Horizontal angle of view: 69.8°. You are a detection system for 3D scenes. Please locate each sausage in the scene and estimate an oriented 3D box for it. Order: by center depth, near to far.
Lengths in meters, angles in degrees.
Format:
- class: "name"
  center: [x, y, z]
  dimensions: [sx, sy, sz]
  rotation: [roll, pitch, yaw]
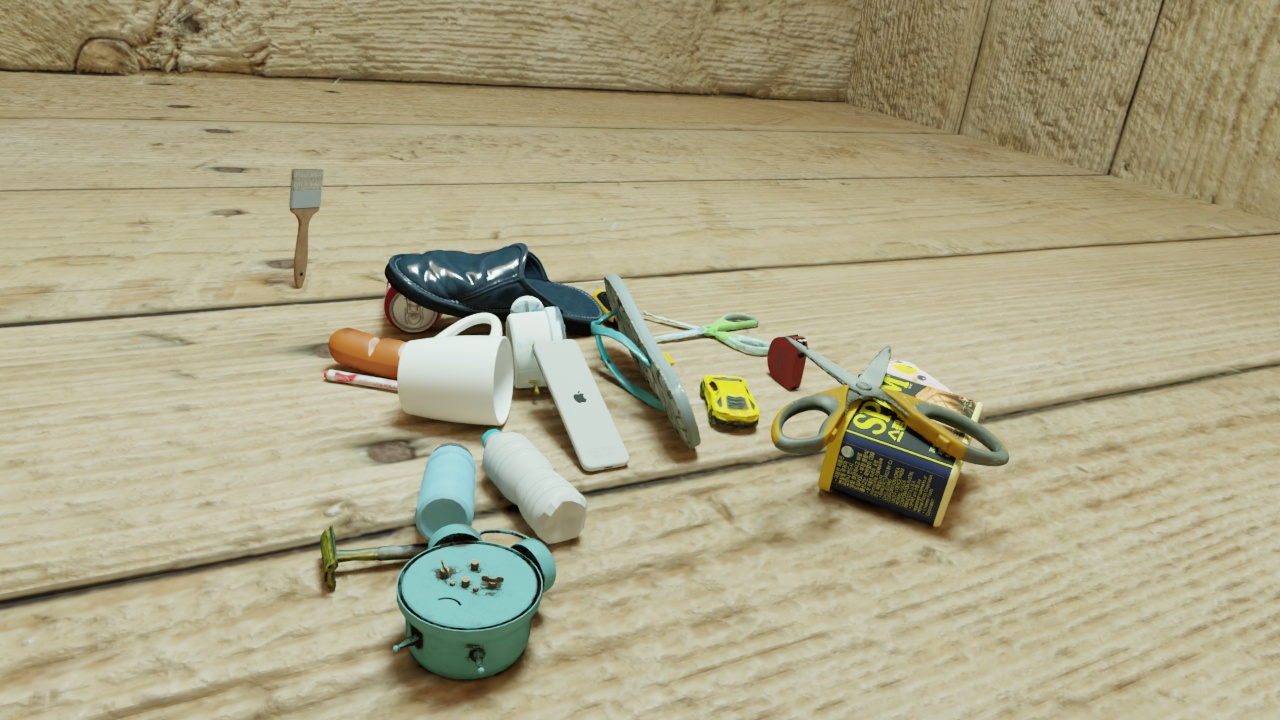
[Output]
- class: "sausage"
  center: [-0.227, -0.001, 0.904]
  dimensions: [0.164, 0.044, 0.039]
  rotation: [9, 13, 4]

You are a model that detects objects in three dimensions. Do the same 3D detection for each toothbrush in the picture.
- class: "toothbrush"
  center: [-0.010, -0.039, 1.069]
  dimensions: [0.031, 0.031, 0.196]
  rotation: [-2, 27, -29]

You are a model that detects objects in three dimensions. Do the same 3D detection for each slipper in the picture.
- class: "slipper"
  center: [-0.005, 0.005, 0.917]
  dimensions: [0.054, 0.098, 0.268]
  rotation: [-23, 37, -6]
- class: "slipper"
  center: [-0.147, -0.097, 1.016]
  dimensions: [0.265, 0.084, 0.109]
  rotation: [9, 32, -34]

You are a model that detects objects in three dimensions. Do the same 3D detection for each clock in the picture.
- class: "clock"
  center: [-0.104, 0.147, 0.585]
  dimensions: [0.090, 0.053, 0.124]
  rotation: [12, 24, 9]
- class: "clock"
  center: [-0.106, -0.017, 0.929]
  dimensions: [0.057, 0.083, 0.117]
  rotation: [-6, 27, -13]

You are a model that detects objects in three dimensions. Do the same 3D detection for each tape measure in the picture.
- class: "tape measure"
  center: [0.160, -0.004, 0.995]
  dimensions: [0.019, 0.059, 0.051]
  rotation: [-5, 26, -24]

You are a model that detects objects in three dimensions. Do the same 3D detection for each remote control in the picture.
- class: "remote control"
  center: [-0.055, 0.038, 0.830]
  dimensions: [0.045, 0.008, 0.146]
  rotation: [-6, 52, -28]

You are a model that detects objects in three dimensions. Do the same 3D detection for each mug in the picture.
- class: "mug"
  center: [-0.166, 0.003, 0.844]
  dimensions: [0.088, 0.081, 0.114]
  rotation: [2, 57, 5]

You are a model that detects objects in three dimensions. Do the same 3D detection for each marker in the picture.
- class: "marker"
  center: [-0.237, 0.023, 0.885]
  dimensions: [0.142, 0.013, 0.012]
  rotation: [9, 24, 5]

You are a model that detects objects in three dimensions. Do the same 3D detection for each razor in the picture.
- class: "razor"
  center: [-0.167, 0.134, 0.641]
  dimensions: [0.105, 0.026, 0.042]
  rotation: [1, 22, -23]

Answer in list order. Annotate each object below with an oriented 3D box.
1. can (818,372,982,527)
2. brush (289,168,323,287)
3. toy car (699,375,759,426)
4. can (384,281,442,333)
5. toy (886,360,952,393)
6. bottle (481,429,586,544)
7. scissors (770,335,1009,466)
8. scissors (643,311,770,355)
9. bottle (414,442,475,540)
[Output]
- class: "can"
  center: [0.231, 0.073, 0.807]
  dimensions: [0.104, 0.075, 0.134]
  rotation: [19, 33, 21]
- class: "brush"
  center: [-0.400, -0.155, 1.087]
  dimensions: [0.008, 0.143, 0.045]
  rotation: [19, 18, 23]
- class: "toy car"
  center: [0.089, 0.037, 0.921]
  dimensions: [0.049, 0.030, 0.106]
  rotation: [2, 22, -8]
- class: "can"
  center: [-0.257, -0.077, 1.046]
  dimensions: [0.063, 0.063, 0.114]
  rotation: [1, 24, -13]
- class: "toy"
  center: [0.262, 0.029, 0.932]
  dimensions: [0.093, 0.050, 0.102]
  rotation: [2, 19, -12]
- class: "bottle"
  center: [-0.090, 0.093, 0.725]
  dimensions: [0.044, 0.044, 0.136]
  rotation: [-9, 28, -32]
- class: "scissors"
  center: [0.187, 0.037, 0.767]
  dimensions: [0.229, 0.016, 0.225]
  rotation: [-19, 40, -38]
- class: "scissors"
  center: [0.085, -0.035, 1.102]
  dimensions: [0.171, 0.024, 0.166]
  rotation: [-13, 36, -34]
- class: "bottle"
  center: [-0.145, 0.095, 0.691]
  dimensions: [0.040, 0.040, 0.130]
  rotation: [3, 13, -10]
